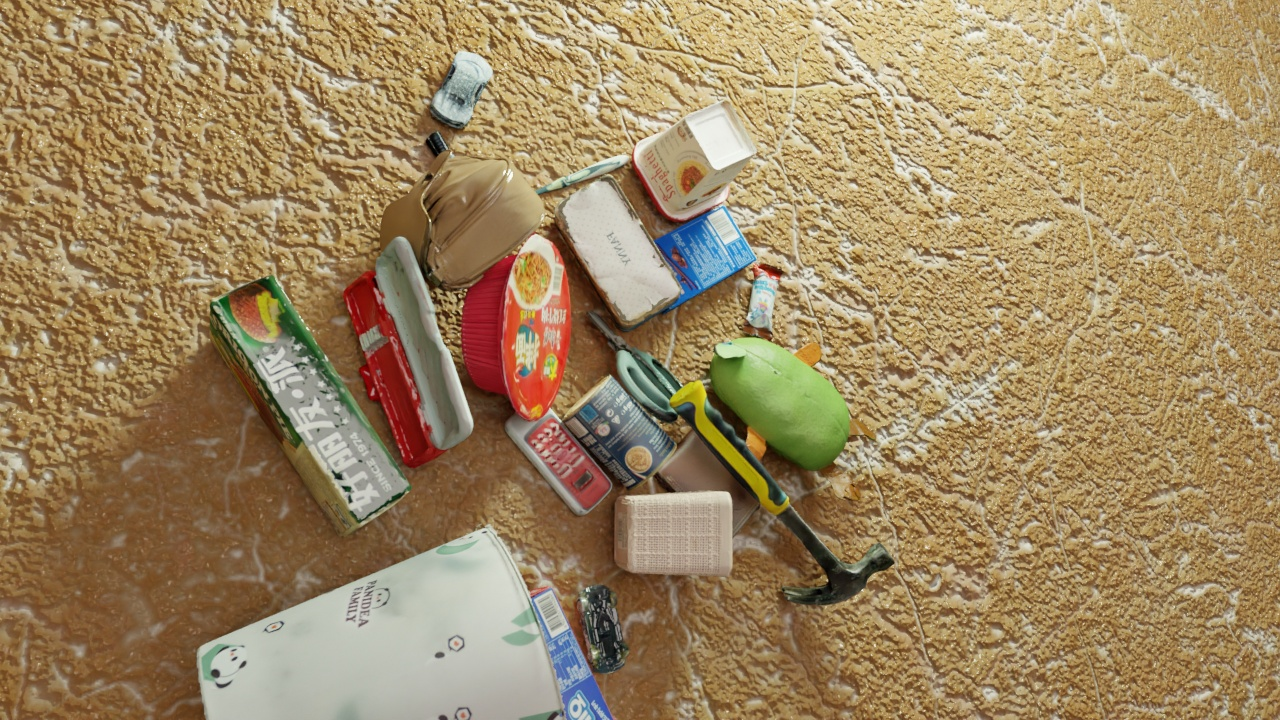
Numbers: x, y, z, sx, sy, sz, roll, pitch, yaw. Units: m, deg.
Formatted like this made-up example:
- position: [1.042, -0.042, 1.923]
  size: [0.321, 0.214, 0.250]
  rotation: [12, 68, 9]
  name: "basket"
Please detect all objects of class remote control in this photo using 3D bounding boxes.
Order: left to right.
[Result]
- position: [-0.089, 0.105, 1.007]
  size: [0.055, 0.020, 0.136]
  rotation: [-41, 95, -29]
  name: "remote control"

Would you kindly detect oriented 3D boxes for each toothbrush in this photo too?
- position: [-0.087, -0.219, 1.110]
  size: [0.191, 0.018, 0.016]
  rotation: [-28, 87, -30]
  name: "toothbrush"

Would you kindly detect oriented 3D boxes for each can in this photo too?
- position: [-0.024, 0.078, 1.015]
  size: [0.111, 0.075, 0.075]
  rotation: [47, 60, -6]
  name: "can"

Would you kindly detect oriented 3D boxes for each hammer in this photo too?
- position: [0.145, 0.155, 1.039]
  size: [0.126, 0.032, 0.323]
  rotation: [-39, 104, 9]
  name: "hammer"

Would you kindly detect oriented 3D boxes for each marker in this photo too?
- position: [-0.205, -0.202, 1.047]
  size: [0.022, 0.018, 0.130]
  rotation: [-29, 88, -22]
  name: "marker"

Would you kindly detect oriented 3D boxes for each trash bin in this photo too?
- position: [-0.219, 0.288, 0.780]
  size: [0.251, 0.230, 0.229]
  rotation: [-16, 82, -23]
  name: "trash bin"

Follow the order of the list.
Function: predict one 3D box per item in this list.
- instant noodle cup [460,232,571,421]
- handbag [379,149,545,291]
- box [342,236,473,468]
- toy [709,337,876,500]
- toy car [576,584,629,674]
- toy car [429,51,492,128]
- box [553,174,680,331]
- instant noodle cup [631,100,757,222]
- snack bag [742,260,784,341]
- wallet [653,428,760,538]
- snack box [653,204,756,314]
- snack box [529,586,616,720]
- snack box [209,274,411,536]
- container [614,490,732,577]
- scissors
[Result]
- position: [-0.132, -0.035, 0.960]
  size: [0.066, 0.194, 0.193]
  rotation: [5, 67, 15]
  name: "instant noodle cup"
- position: [-0.190, -0.146, 0.930]
  size: [0.147, 0.205, 0.100]
  rotation: [-49, 120, -12]
  name: "handbag"
- position: [-0.226, -0.004, 0.896]
  size: [0.037, 0.158, 0.201]
  rotation: [-15, 81, -43]
  name: "box"
- position: [0.181, 0.058, 1.114]
  size: [0.246, 0.090, 0.226]
  rotation: [40, 50, -5]
  name: "toy"
- position: [-0.042, 0.283, 0.967]
  size: [0.042, 0.034, 0.090]
  rotation: [-8, 76, -25]
  name: "toy car"
- position: [-0.208, -0.320, 1.075]
  size: [0.049, 0.031, 0.105]
  rotation: [27, 64, -17]
  name: "toy car"
- position: [-0.024, -0.119, 1.072]
  size: [0.089, 0.059, 0.184]
  rotation: [-30, 91, -5]
  name: "box"
- position: [0.070, -0.251, 1.135]
  size: [0.116, 0.124, 0.116]
  rotation: [-30, 88, -30]
  name: "instant noodle cup"
- position: [0.156, -0.077, 1.180]
  size: [0.045, 0.026, 0.105]
  rotation: [20, 69, -23]
  name: "snack bag"
- position: [0.086, 0.141, 1.076]
  size: [0.124, 0.032, 0.101]
  rotation: [46, 63, -6]
  name: "wallet"
- position: [0.067, -0.128, 1.151]
  size: [0.156, 0.026, 0.084]
  rotation: [-31, 89, -30]
  name: "snack box"
- position: [-0.076, 0.333, 0.920]
  size: [0.057, 0.058, 0.207]
  rotation: [-24, 85, -30]
  name: "snack box"
- position: [-0.313, 0.048, 0.861]
  size: [0.063, 0.115, 0.240]
  rotation: [-33, 90, -30]
  name: "snack box"
- position: [0.033, 0.186, 0.991]
  size: [0.111, 0.090, 0.090]
  rotation: [2, 83, -14]
  name: "container"
- position: [-0.012, 0.004, 1.045]
  size: [0.180, 0.019, 0.139]
  rotation: [46, 23, 1]
  name: "scissors"
